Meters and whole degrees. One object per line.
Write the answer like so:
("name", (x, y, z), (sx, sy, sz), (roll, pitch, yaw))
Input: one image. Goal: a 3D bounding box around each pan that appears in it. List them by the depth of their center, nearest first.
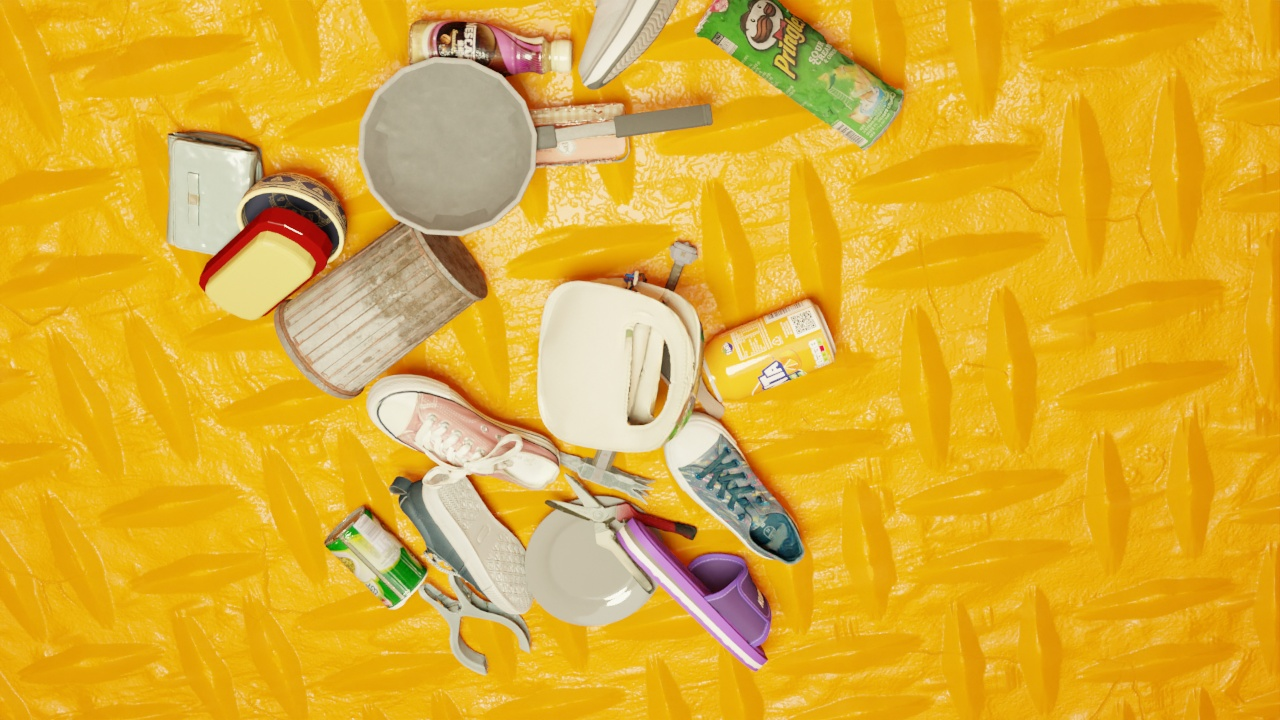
("pan", (-0.104, -0.226, 0.936), (0.357, 0.041, 0.178), (-8, 92, -2))

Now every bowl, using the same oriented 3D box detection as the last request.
("bowl", (-0.374, -0.163, 1.005), (0.112, 0.061, 0.113), (3, 141, 2))

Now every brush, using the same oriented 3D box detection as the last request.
("brush", (-0.414, -0.098, 1.004), (0.174, 0.041, 0.082), (-28, 131, 33))
("brush", (0.061, 0.025, 1.070), (0.050, 0.015, 0.136), (-42, 121, -4))

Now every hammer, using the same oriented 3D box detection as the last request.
("hammer", (-0.006, 0.007, 1.079), (0.147, 0.028, 0.317), (21, 108, 0))

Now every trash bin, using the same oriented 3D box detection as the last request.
("trash bin", (-0.289, -0.059, 1.010), (0.211, 0.130, 0.131), (-34, 105, 10))

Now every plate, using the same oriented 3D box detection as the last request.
("plate", (-0.057, 0.253, 1.161), (0.178, 0.012, 0.178), (-2, 105, -9))

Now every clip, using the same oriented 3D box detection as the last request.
("clip", (-0.238, 0.352, 1.191), (0.141, 0.029, 0.171), (-38, 112, 13))

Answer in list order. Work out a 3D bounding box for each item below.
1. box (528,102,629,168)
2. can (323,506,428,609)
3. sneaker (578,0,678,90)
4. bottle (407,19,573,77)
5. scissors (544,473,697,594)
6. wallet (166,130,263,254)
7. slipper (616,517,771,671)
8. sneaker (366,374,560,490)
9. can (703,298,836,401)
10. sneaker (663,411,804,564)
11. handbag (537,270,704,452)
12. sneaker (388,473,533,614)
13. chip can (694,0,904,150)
("box", (-0.106, -0.239, 0.990), (0.187, 0.083, 0.043), (-4, 67, 4))
("can", (-0.329, 0.247, 1.147), (0.067, 0.067, 0.121), (-37, 104, 12))
("sneaker", (-0.014, -0.404, 0.912), (0.129, 0.096, 0.263), (31, 108, 3))
("bottle", (-0.154, -0.319, 0.954), (0.166, 0.059, 0.060), (3, 109, -1))
("scissors", (-0.020, 0.214, 1.141), (0.193, 0.015, 0.179), (-8, 106, -7))
("wallet", (-0.474, -0.181, 1.015), (0.100, 0.054, 0.132), (10, 114, -1))
("slipper", (0.091, 0.270, 1.122), (0.084, 0.107, 0.266), (-44, 110, -1))
("sneaker", (-0.199, 0.098, 1.043), (0.241, 0.087, 0.118), (25, 114, -21))
("can", (0.145, -0.010, 1.043), (0.142, 0.079, 0.079), (-22, 107, 8))
("sneaker", (0.113, 0.162, 1.092), (0.087, 0.079, 0.235), (-40, 108, 0))
("handbag", (-0.011, 0.004, 1.000), (0.200, 0.092, 0.201), (14, 103, 37))
("sneaker", (-0.217, 0.229, 1.127), (0.088, 0.089, 0.235), (-19, 115, 25))
("chip can", (0.166, -0.305, 0.945), (0.223, 0.075, 0.075), (32, 106, -10))
